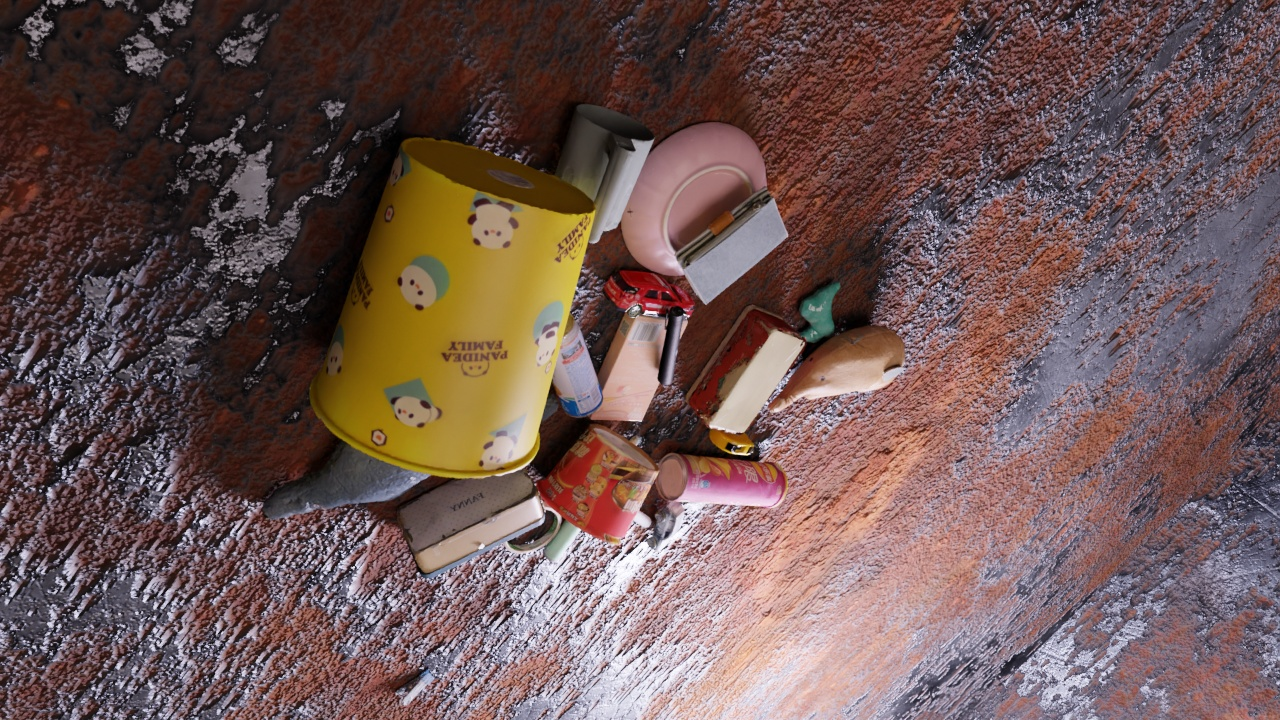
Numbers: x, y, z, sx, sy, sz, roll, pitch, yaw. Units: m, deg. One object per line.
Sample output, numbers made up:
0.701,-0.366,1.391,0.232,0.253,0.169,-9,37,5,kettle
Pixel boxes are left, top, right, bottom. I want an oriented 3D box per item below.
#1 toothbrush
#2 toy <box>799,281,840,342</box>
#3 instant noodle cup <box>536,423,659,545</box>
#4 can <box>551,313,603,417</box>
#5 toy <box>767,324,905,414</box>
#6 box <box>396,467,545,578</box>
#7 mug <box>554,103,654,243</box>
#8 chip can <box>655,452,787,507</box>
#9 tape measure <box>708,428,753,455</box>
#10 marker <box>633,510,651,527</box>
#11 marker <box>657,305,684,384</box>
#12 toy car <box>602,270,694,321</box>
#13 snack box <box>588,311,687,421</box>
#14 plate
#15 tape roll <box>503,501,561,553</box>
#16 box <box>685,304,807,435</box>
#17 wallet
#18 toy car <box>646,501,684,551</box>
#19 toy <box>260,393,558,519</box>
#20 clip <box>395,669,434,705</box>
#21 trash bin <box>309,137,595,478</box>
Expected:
-0.067,0.191,1.272,0.225,0.026,0.027,-54,163,15,toothbrush
0.244,-0.056,1.280,0.096,0.030,0.092,-30,134,-6,toy
-0.050,0.153,1.184,0.137,0.138,0.108,28,97,-45,instant noodle cup
-0.085,0.005,1.087,0.053,0.053,0.135,-29,136,-12,can
0.280,0.014,1.323,0.225,0.082,0.144,-13,141,-25,toy
-0.214,0.193,1.129,0.184,0.089,0.060,-24,136,-13,box
-0.040,-0.185,0.915,0.083,0.123,0.104,14,120,-18,mug
0.122,0.179,1.358,0.210,0.071,0.071,10,118,-39,chip can
0.128,0.107,1.313,0.057,0.060,0.029,9,118,-33,tape measure
-0.016,0.215,1.323,0.018,0.022,0.130,-19,148,17,marker
0.035,-0.017,1.116,0.022,0.020,0.132,-1,142,-6,marker
0.014,-0.077,1.087,0.120,0.053,0.045,7,125,-40,toy car
-0.007,0.007,1.161,0.084,0.026,0.157,5,122,-37,snack box
0.070,-0.176,1.055,0.192,0.039,0.193,-18,133,-21,plate
-0.150,0.229,1.255,0.085,0.014,0.086,-19,133,-21,tape roll
0.145,0.019,1.239,0.091,0.077,0.168,16,114,-42,box
0.104,-0.135,1.057,0.130,0.037,0.106,-39,148,1,wallet
0.039,0.250,1.379,0.042,0.034,0.091,-32,147,-52,toy car
-0.253,0.095,1.030,0.355,0.091,0.138,-22,162,-17,toy
-0.326,0.474,1.331,0.056,0.029,0.025,-35,139,-15,clip
-0.169,-0.057,0.869,0.229,0.229,0.256,5,115,-37,trash bin
